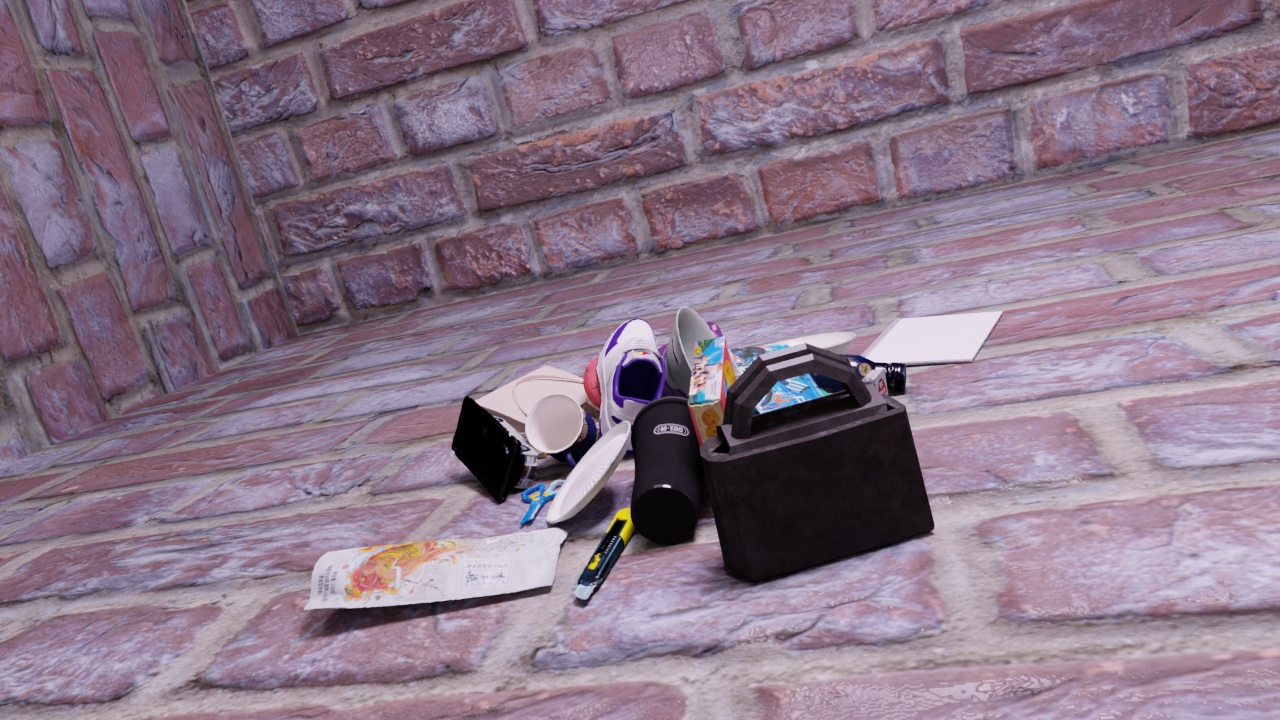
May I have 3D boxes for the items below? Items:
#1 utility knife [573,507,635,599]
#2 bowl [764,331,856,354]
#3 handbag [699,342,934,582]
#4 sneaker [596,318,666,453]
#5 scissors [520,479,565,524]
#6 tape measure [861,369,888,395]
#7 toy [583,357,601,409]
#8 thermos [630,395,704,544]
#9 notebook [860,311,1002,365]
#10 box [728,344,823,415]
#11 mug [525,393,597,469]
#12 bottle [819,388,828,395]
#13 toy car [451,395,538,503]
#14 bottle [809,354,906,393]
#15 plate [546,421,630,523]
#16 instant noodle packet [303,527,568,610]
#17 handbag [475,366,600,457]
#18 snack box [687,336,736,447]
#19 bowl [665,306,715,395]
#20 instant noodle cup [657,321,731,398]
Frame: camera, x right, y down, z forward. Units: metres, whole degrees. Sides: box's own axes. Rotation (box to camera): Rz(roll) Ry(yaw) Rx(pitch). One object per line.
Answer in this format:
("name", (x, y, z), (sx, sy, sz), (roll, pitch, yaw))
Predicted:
("utility knife", (-0.036, 0.205, 0.977), (0.029, 0.020, 0.187), (-12, 14, 18))
("bowl", (0.246, 0.003, 1.404), (0.177, 0.058, 0.176), (-12, 7, 1))
("handbag", (0.154, 0.084, 0.882), (0.197, 0.199, 0.102), (-14, 13, -4))
("sneaker", (-0.008, 0.008, 1.325), (0.091, 0.111, 0.243), (13, 46, -11))
("scissors", (-0.137, 0.184, 1.184), (0.070, 0.022, 0.130), (-9, 18, 16))
("tape measure", (0.303, 0.045, 1.185), (0.020, 0.062, 0.060), (-7, 10, 28))
("toy", (-0.030, 0.047, 1.412), (0.062, 0.133, 0.092), (-46, 18, 46))
("thermos", (0.034, 0.126, 1.067), (0.106, 0.106, 0.218), (-12, 19, 9))
("notebook", (0.460, -0.034, 1.457), (0.178, 0.013, 0.244), (-3, 17, 33))
("box", (0.168, 0.051, 1.081), (0.092, 0.085, 0.243), (-36, 27, 9))
("mug", (-0.101, 0.112, 1.297), (0.086, 0.111, 0.089), (-27, -27, 7))
("bottle", (0.214, 0.067, 1.170), (0.068, 0.068, 0.210), (-23, 16, -31))
("toy car", (-0.199, 0.125, 1.310), (0.071, 0.094, 0.192), (8, 12, -33))
("bottle", (0.288, 0.019, 1.282), (0.161, 0.056, 0.056), (3, 18, 15))
("plate", (-0.060, 0.139, 1.124), (0.157, 0.014, 0.156), (-48, 9, 10))
("instant noodle packet", (-0.221, 0.226, 1.017), (0.269, 0.057, 0.146), (-8, 15, 4))
("handbag", (-0.135, 0.087, 1.440), (0.198, 0.101, 0.194), (11, 25, 34))
("snack box", (0.094, 0.068, 1.068), (0.040, 0.143, 0.144), (-10, 28, 13))
("bowl", (0.071, 0.013, 1.344), (0.068, 0.174, 0.173), (-23, 9, 22))
("instant noodle cup", (0.063, 0.011, 1.468), (0.122, 0.122, 0.136), (-13, 55, 50))
